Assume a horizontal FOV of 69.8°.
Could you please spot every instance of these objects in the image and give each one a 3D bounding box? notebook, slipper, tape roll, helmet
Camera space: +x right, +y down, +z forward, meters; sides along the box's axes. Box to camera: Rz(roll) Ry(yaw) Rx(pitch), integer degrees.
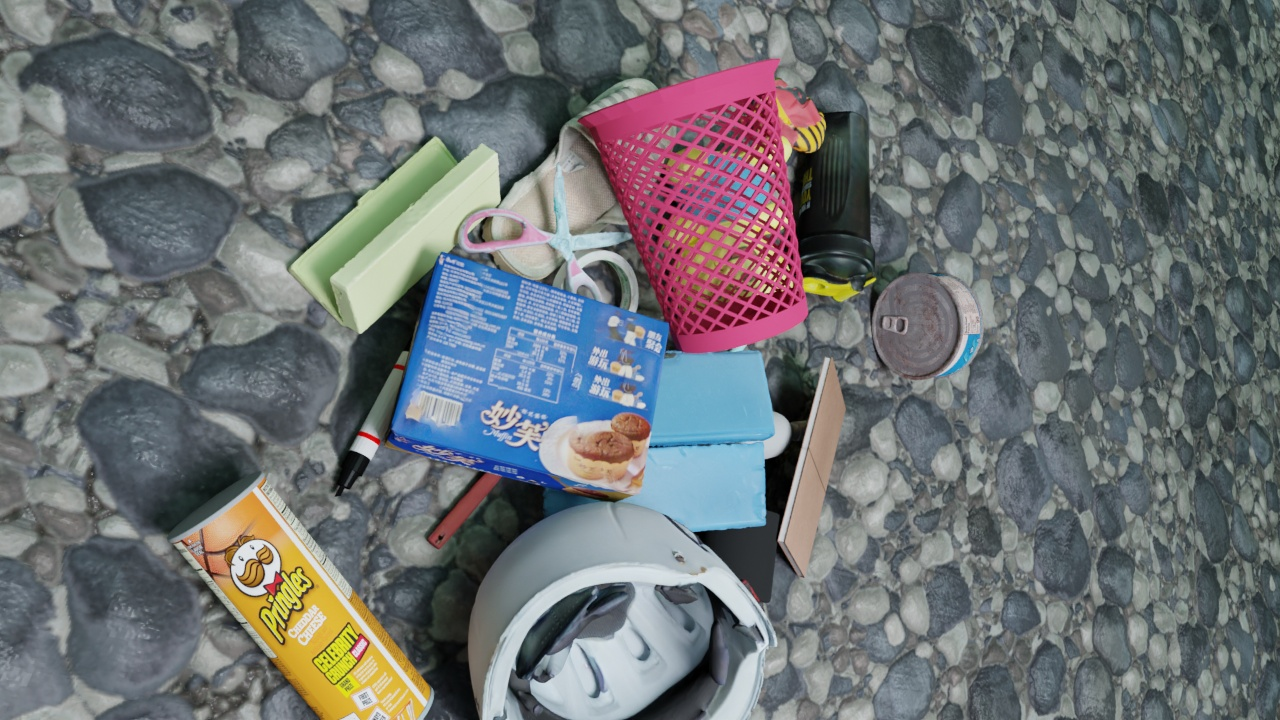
[{"bbox_3d":[0.191,0.119,1.005,0.141,0.008,0.208,57,47,-58],"label":"notebook"},{"bbox_3d":[-0.048,-0.180,0.894,0.271,0.054,0.114,-52,120,-28],"label":"slipper"},{"bbox_3d":[-0.043,-0.060,0.879,0.093,0.018,0.094,-12,111,-36],"label":"tape roll"},{"bbox_3d":[-0.024,0.229,0.769,0.236,0.163,0.264,-38,124,2],"label":"helmet"}]

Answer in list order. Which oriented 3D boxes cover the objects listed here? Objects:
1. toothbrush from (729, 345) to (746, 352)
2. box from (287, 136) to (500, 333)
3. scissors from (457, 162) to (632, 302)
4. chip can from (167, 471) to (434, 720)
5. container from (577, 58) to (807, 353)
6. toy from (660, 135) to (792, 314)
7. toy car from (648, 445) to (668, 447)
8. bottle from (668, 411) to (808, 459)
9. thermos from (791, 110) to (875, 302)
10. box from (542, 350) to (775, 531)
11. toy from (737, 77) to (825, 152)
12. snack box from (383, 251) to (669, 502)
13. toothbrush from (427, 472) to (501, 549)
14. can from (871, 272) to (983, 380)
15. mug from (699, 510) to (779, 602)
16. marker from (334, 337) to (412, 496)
[{"bbox_3d":[0.117,-0.022,1.015,0.180,0.017,0.016,-46,111,-31],"label":"toothbrush"},{"bbox_3d":[-0.194,-0.107,0.772,0.187,0.091,0.077,-53,145,-31],"label":"box"},{"bbox_3d":[-0.080,-0.091,0.827,0.170,0.013,0.172,-10,97,-31],"label":"scissors"},{"bbox_3d":[-0.244,0.189,0.673,0.075,0.075,0.215,-42,108,-33],"label":"chip can"},{"bbox_3d":[0.063,-0.133,0.834,0.182,0.184,0.226,-26,105,-37],"label":"container"},{"bbox_3d":[0.094,-0.121,0.966,0.148,0.084,0.214,-9,91,-16],"label":"toy"},{"bbox_3d":[-0.006,0.057,0.895,0.091,0.036,0.042,27,69,-25],"label":"toy car"},{"bbox_3d":[0.115,0.080,0.973,0.194,0.053,0.052,-2,84,-37],"label":"bottle"},{"bbox_3d":[0.230,-0.180,1.077,0.098,0.098,0.220,20,67,-33],"label":"thermos"},{"bbox_3d":[0.019,0.075,0.852,0.231,0.048,0.176,-2,81,-23],"label":"box"},{"bbox_3d":[0.166,-0.276,1.053,0.103,0.046,0.084,23,65,-6],"label":"toy"},{"bbox_3d":[-0.091,0.019,0.760,0.202,0.069,0.154,16,68,-16],"label":"snack box"},{"bbox_3d":[-0.123,0.091,0.817,0.016,0.016,0.189,50,59,-18],"label":"toothbrush"},{"bbox_3d":[0.347,-0.042,1.116,0.044,0.130,0.130,-4,85,-37],"label":"can"},{"bbox_3d":[0.079,0.191,0.922,0.113,0.078,0.088,11,75,-7],"label":"mug"},{"bbox_3d":[-0.213,0.047,0.753,0.019,0.019,0.145,36,64,-27],"label":"marker"}]
